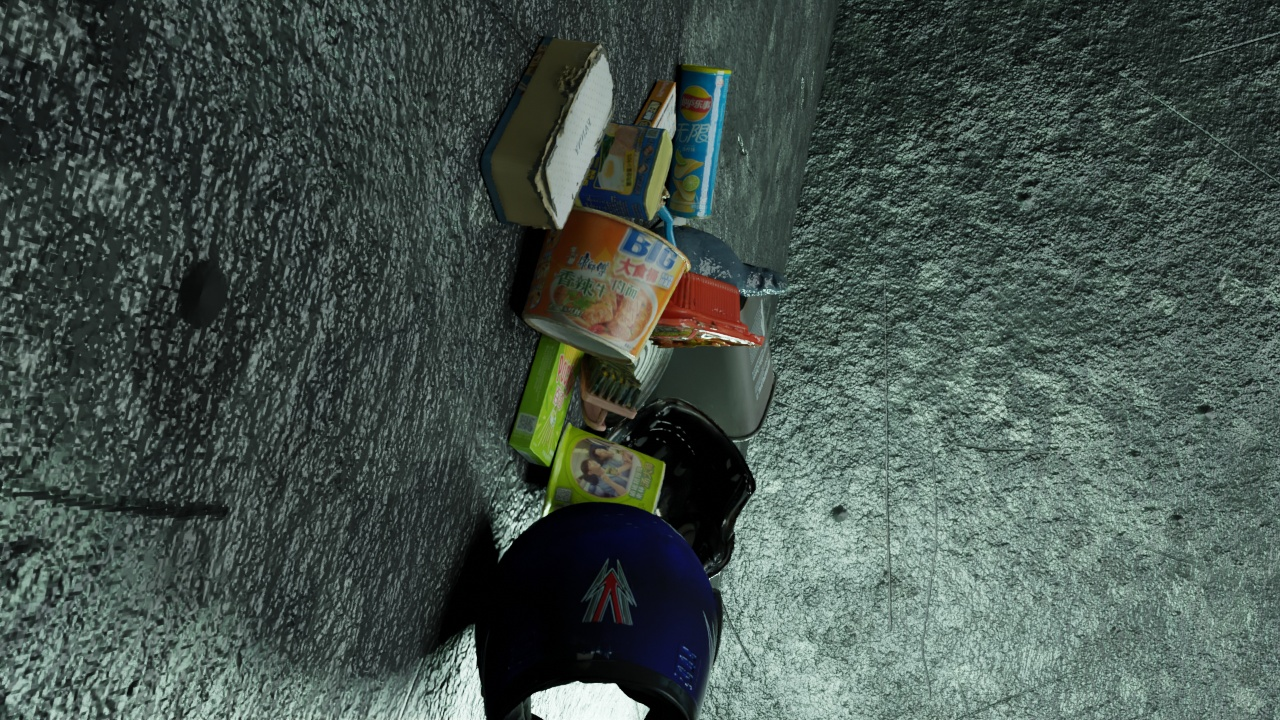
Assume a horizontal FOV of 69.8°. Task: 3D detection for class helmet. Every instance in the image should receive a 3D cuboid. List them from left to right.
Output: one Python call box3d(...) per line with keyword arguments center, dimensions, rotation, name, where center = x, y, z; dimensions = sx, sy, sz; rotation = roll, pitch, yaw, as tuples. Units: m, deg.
box3d(center=(-0.046, 0.289, 0.954), dimensions=(0.239, 0.247, 0.316), rotation=(-89, -173, -49), name="helmet")
box3d(center=(0.009, 0.188, 1.208), dimensions=(0.157, 0.230, 0.273), rotation=(-30, -156, 55), name="helmet")

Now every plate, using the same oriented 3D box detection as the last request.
box3d(center=(-0.007, 0.007, 1.205), dimensions=(0.179, 0.024, 0.180), rotation=(-48, 156, -29), name="plate")

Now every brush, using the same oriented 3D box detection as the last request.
box3d(center=(-0.045, 0.020, 1.049), dimensions=(0.073, 0.063, 0.145), rotation=(-62, -160, 20), name="brush")
box3d(center=(0.030, -0.150, 1.096), dimensions=(0.083, 0.046, 0.255), rotation=(-107, 173, -64), name="brush")

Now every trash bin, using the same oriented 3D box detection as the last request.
box3d(center=(0.103, -0.023, 1.416), dimensions=(0.198, 0.199, 0.220), rotation=(-62, 153, -49), name="trash bin")

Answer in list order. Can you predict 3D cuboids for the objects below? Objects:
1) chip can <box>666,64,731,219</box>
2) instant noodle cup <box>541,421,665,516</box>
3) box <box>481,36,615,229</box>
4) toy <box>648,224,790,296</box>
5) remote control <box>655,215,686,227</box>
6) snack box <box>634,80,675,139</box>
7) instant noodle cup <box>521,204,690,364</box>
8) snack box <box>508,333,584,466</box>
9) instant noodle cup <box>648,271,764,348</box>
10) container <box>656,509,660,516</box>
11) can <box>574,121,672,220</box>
box3d(center=(0.081, -0.314, 1.322), dimensions=(0.071, 0.071, 0.210), rotation=(-46, 146, -65), name="chip can")
box3d(center=(-0.039, 0.140, 1.043), dimensions=(0.111, 0.123, 0.111), rotation=(72, 33, -90), name="instant noodle cup")
box3d(center=(-0.079, -0.196, 0.805), dimensions=(0.090, 0.061, 0.183), rotation=(80, 27, -55), name="box")
box3d(center=(0.065, -0.123, 1.231), dimensions=(0.355, 0.138, 0.092), rotation=(-2, 131, -44), name="toy")
box3d(center=(0.041, -0.185, 1.364), dimensions=(0.149, 0.021, 0.058), rotation=(-52, 150, -62), name="remote control")
box3d(center=(0.013, -0.283, 1.168), dimensions=(0.075, 0.026, 0.153), rotation=(85, 21, -49), name="snack box")
box3d(center=(-0.040, -0.069, 0.896), dimensions=(0.151, 0.151, 0.111), rotation=(50, 61, -72), name="instant noodle cup")
box3d(center=(-0.096, 0.028, 0.979), dimensions=(0.086, 0.026, 0.156), rotation=(67, 36, -68), name="snack box")
box3d(center=(0.036, -0.056, 1.040), dimensions=(0.188, 0.165, 0.079), rotation=(11, 85, -50), name="instant noodle cup")
box3d(center=(-0.012, 0.220, 1.339), dimensions=(0.090, 0.090, 0.110), rotation=(74, 28, -62), name="container")
box3d(center=(-0.018, -0.204, 0.983), dimensions=(0.057, 0.083, 0.102), rotation=(64, 40, -68), name="can")
